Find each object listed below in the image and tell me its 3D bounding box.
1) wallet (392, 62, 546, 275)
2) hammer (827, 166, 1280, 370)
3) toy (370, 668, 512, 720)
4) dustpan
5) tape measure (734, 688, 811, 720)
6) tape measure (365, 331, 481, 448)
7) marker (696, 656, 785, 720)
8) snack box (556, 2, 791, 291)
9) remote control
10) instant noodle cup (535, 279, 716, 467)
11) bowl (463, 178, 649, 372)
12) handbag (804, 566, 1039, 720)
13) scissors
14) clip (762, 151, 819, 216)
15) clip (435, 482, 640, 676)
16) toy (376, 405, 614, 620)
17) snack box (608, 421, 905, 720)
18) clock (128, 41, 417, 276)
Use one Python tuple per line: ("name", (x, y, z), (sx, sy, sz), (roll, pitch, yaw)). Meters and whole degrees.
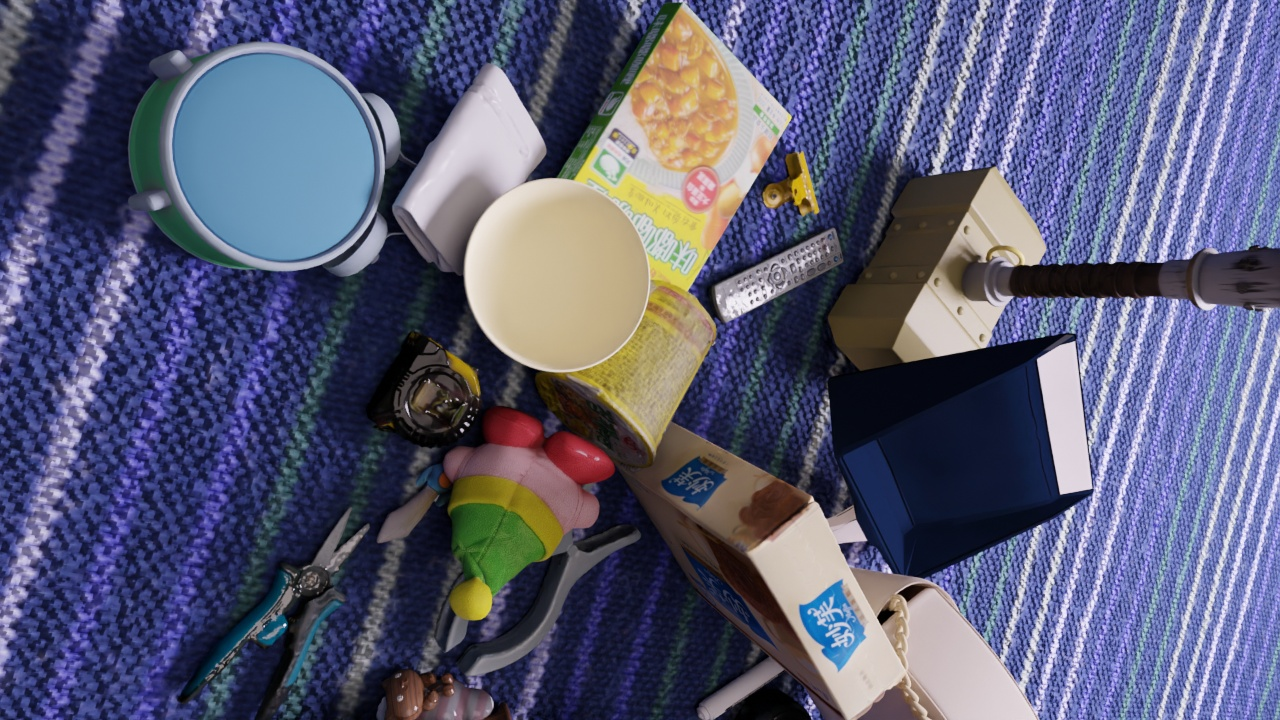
("wallet", (-0.110, -0.119, 0.577), (0.116, 0.032, 0.086), (-59, 155, -21))
("hammer", (0.318, -0.058, 0.680), (0.100, 0.325, 0.190), (42, 72, -28))
("toy", (-0.134, 0.237, 0.623), (0.101, 0.041, 0.055), (8, 114, -23))
("dustpan", (0.216, 0.104, 0.733), (0.236, 0.274, 0.080), (55, 32, -45))
("tape measure", (0.109, 0.317, 0.775), (0.072, 0.042, 0.071), (-32, 110, -19))
("tape measure", (-0.136, 0.026, 0.595), (0.062, 0.038, 0.067), (36, 77, -29))
("marker", (0.102, 0.265, 0.777), (0.133, 0.017, 0.020), (-24, 134, -26))
("snack box", (0.024, -0.145, 0.656), (0.132, 0.027, 0.168), (34, 86, -38))
("remote control", (0.112, -0.070, 0.744), (0.136, 0.013, 0.033), (-27, 108, -25))
("instant noodle cup", (-0.004, 0.004, 0.640), (0.102, 0.102, 0.108), (49, 65, -26))
("bowl", (-0.062, -0.051, 0.591), (0.117, 0.074, 0.118), (0, 90, -22))
("handbag", (0.206, 0.252, 0.699), (0.103, 0.211, 0.208), (-32, 95, -21))
("scissors", (-0.224, 0.166, 0.573), (0.148, 0.019, 0.122), (-19, 105, -29))
("clip", (0.126, -0.138, 0.735), (0.046, 0.035, 0.053), (-30, 112, -32))
("clip", (-0.082, 0.140, 0.648), (0.163, 0.028, 0.108), (-40, 116, -22))
("toy", (-0.093, 0.096, 0.592), (0.124, 0.097, 0.131), (26, 78, -2))
("snack box", (0.072, 0.133, 0.632), (0.055, 0.207, 0.153), (-36, 113, -14))
("clock", (-0.199, -0.109, 0.527), (0.161, 0.075, 0.122), (9, 91, -43))
